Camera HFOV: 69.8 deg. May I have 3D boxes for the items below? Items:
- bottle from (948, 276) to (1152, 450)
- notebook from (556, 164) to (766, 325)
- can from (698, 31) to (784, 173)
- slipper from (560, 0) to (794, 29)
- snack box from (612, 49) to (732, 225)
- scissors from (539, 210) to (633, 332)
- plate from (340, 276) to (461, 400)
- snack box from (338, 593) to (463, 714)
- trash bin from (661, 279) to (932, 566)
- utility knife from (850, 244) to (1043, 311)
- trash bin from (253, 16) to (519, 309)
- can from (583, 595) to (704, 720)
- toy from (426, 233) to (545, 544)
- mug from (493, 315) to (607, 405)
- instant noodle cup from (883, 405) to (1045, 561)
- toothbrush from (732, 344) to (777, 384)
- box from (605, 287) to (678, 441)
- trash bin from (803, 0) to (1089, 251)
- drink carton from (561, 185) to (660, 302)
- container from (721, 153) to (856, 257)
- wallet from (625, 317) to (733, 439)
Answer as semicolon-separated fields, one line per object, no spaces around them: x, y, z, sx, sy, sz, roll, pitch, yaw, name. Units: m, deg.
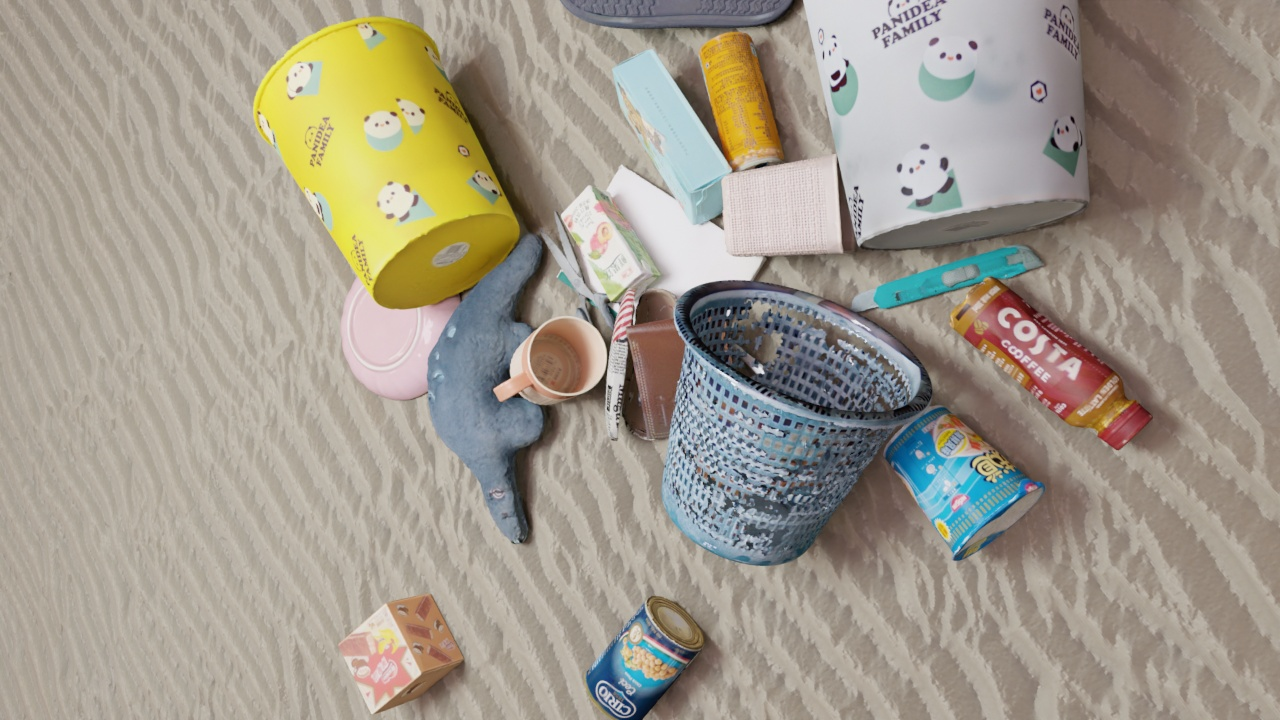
0.348;0.003;0.781;0.175;0.057;0.057;46;107;24;bottle
0.016;-0.100;0.993;0.209;0.012;0.150;38;105;26;notebook
0.103;-0.256;0.933;0.058;0.058;0.146;-18;78;26;can
0.035;-0.400;0.978;0.268;0.083;0.111;9;99;11;slipper
0.033;-0.231;0.952;0.051;0.074;0.174;-28;71;-4;snack box
-0.069;-0.079;1.025;0.165;0.014;0.163;22;108;32;scissors
-0.309;-0.046;1.148;0.193;0.039;0.192;-3;85;28;plate
-0.282;0.343;1.080;0.093;0.077;0.094;-41;69;19;snack box
0.114;0.064;0.820;0.227;0.225;0.195;33;123;26;trash bin
0.278;-0.073;0.849;0.175;0.013;0.029;-17;77;26;utility knife
-0.279;-0.213;1.050;0.230;0.229;0.255;-36;76;21;trash bin
0.004;0.303;0.931;0.075;0.075;0.111;43;105;24;can
-0.176;0.032;1.050;0.138;0.091;0.356;0;86;0;toy
-0.103;0.011;0.971;0.114;0.106;0.081;-31;92;-21;mug
0.274;0.100;0.798;0.099;0.099;0.110;-47;58;17;instant noodle cup
0.112;0.003;0.922;0.180;0.016;0.016;43;109;18;toothbrush
-0.012;0.005;0.951;0.076;0.086;0.163;24;113;45;box
0.257;-0.233;0.764;0.230;0.229;0.252;-9;86;27;trash bin
-0.032;-0.124;0.988;0.054;0.045;0.122;-42;67;27;drink carton
0.141;-0.142;0.872;0.111;0.089;0.090;-3;96;22;container
0.044;0.015;0.915;0.101;0.032;0.124;-10;108;3;wallet
